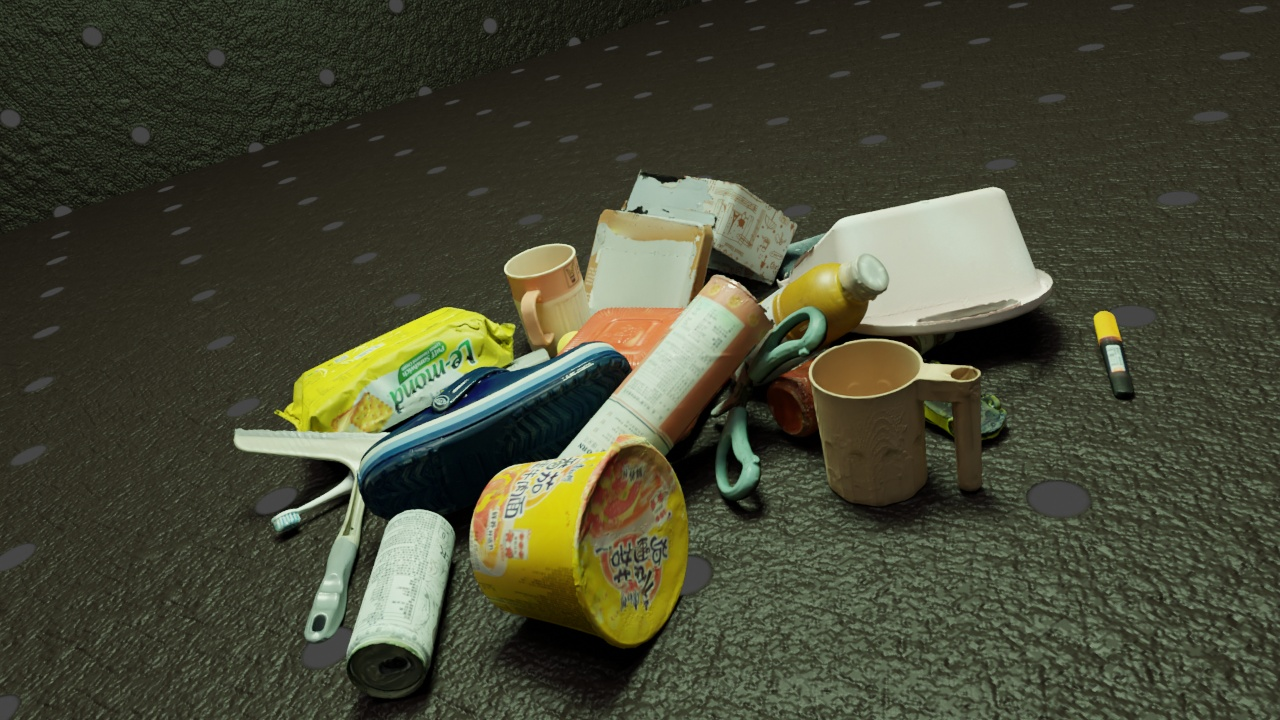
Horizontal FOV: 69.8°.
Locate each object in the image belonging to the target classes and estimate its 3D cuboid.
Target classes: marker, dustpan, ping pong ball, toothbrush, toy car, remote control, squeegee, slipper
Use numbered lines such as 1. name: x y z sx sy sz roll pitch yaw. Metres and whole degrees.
1. marker: 0.410 -0.005 0.796 0.018 0.015 0.123 -5 32 21
2. dustpan: 0.270 -0.070 0.916 0.222 0.138 0.273 -13 -10 0
3. ping pong ball: -0.070 -0.012 1.001 0.040 0.040 0.040 -11 29 6
4. toothbrush: -0.250 0.104 0.890 0.220 0.027 0.026 -29 46 -25
5. toy car: 0.257 0.037 0.774 0.048 0.032 0.105 -27 42 -23
6. remote control: -0.158 0.025 0.974 0.135 0.019 0.056 -25 14 -6
7. squeegee: -0.254 0.153 0.794 0.246 0.039 0.246 2 34 -7
8. slipper: -0.126 0.058 0.806 0.252 0.105 0.095 -25 44 -7

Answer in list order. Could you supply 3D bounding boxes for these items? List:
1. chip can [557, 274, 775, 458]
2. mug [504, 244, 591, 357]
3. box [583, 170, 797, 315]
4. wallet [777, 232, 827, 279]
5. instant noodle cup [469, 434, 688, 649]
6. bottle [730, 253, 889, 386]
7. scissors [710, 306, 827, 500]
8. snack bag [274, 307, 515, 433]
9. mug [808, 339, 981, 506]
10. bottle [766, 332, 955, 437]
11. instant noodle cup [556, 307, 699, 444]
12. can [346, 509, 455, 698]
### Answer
1. chip can: 0.020 0.028 0.767 0.214 0.071 0.071 -50 38 -9
2. mug: -0.104 -0.060 1.033 0.082 0.106 0.114 -6 30 15
3. box: 0.050 -0.109 1.078 0.156 0.193 0.183 20 1 -42
4. wallet: 0.213 -0.127 1.102 0.120 0.019 0.097 -18 28 -11
5. instant noodle cup: -0.046 0.128 0.654 0.110 0.138 0.137 -4 29 34
6. bottle: 0.144 -0.037 0.828 0.067 0.068 0.190 -40 2 -39
7. scissors: 0.105 0.025 0.763 0.019 0.179 0.170 25 34 -14
8. snack bag: -0.266 0.014 0.989 0.246 0.068 0.158 -30 19 -22
9. mug: 0.196 0.049 0.701 0.125 0.104 0.084 4 33 30
10. bottle: 0.206 0.004 0.829 0.205 0.060 0.060 -26 30 -27
11. instant noodle cup: -0.005 0.005 0.902 0.165 0.079 0.188 1 31 26
12. can: -0.177 0.178 0.691 0.058 0.058 0.146 -12 28 4
